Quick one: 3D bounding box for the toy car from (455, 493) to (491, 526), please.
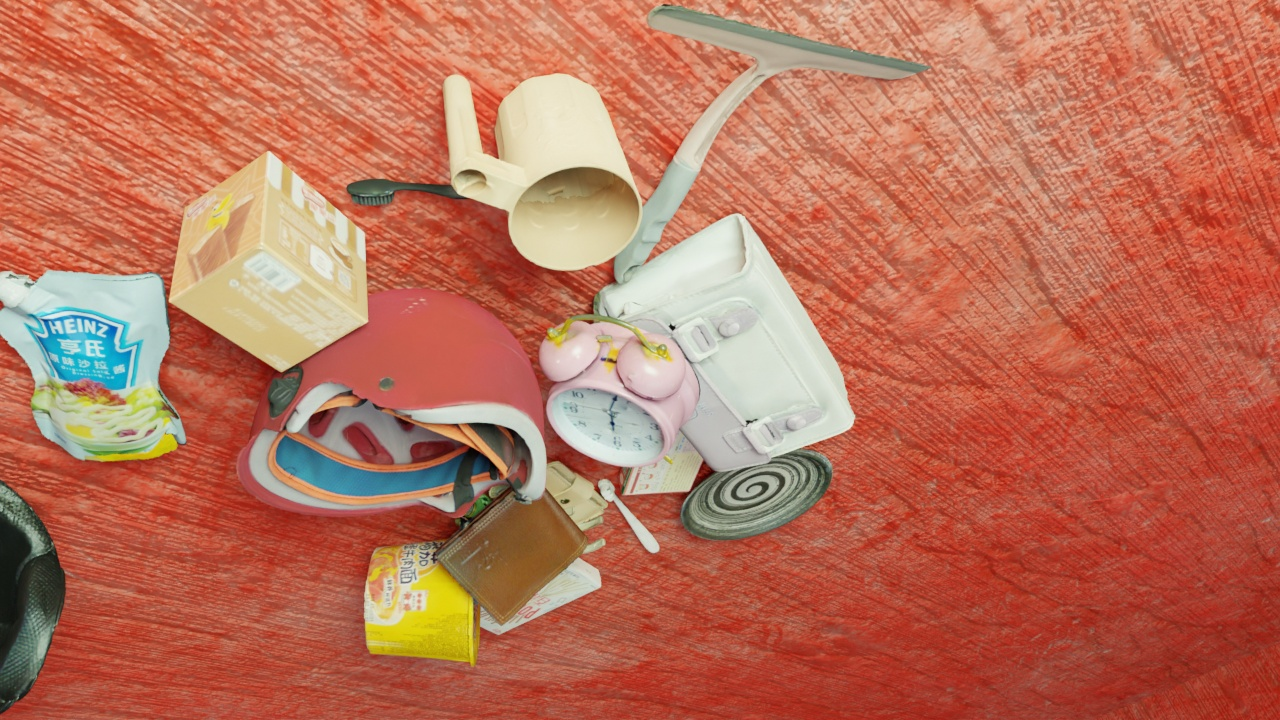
[{"bbox_3d":[-0.171,0.149,0.924,0.043,0.036,0.091,22,157,27],"label":"toy car"}]

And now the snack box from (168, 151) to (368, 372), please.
[{"bbox_3d":[-0.243,-0.064,0.611,0.077,0.094,0.093,-28,139,15],"label":"snack box"}]

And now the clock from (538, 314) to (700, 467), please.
[{"bbox_3d":[-0.019,0.019,0.699,0.117,0.059,0.159,11,140,15],"label":"clock"}]

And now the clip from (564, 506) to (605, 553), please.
[{"bbox_3d":[-0.091,0.184,0.968,0.103,0.035,0.093,-12,149,12],"label":"clip"}]

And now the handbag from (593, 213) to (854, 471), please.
[{"bbox_3d":[0.071,-0.002,0.760,0.145,0.098,0.197,-24,126,22],"label":"handbag"}]

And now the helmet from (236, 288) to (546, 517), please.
[{"bbox_3d":[-0.186,0.031,0.709,0.240,0.143,0.207,-15,148,24],"label":"helmet"}]

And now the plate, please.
[{"bbox_3d":[0.129,0.146,1.031,0.179,0.024,0.180,-10,142,-8],"label":"plate"}]

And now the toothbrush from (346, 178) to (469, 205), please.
[{"bbox_3d":[-0.110,-0.119,0.654,0.189,0.014,0.018,-3,149,-16],"label":"toothbrush"}]

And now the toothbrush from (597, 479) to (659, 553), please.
[{"bbox_3d":[-0.010,0.182,1.037,0.016,0.016,0.180,-20,141,9],"label":"toothbrush"}]

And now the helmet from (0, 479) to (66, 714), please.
[{"bbox_3d":[-0.586,0.199,0.682,0.233,0.274,0.231,36,146,-32],"label":"helmet"}]

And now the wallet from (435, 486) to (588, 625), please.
[{"bbox_3d":[-0.124,0.182,0.897,0.124,0.032,0.101,-41,109,-7],"label":"wallet"}]

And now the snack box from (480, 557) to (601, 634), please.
[{"bbox_3d":[-0.134,0.279,1.105,0.157,0.026,0.084,-29,139,15],"label":"snack box"}]

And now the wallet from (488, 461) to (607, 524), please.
[{"bbox_3d":[-0.091,0.146,0.964,0.087,0.024,0.115,-27,138,13],"label":"wallet"}]

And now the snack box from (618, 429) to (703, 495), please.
[{"bbox_3d":[0.031,0.082,0.924,0.077,0.027,0.156,-1,139,-17],"label":"snack box"}]

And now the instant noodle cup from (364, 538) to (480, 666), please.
[{"bbox_3d":[-0.226,0.250,0.966,0.110,0.137,0.138,1,139,-5],"label":"instant noodle cup"}]

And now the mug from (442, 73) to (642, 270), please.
[{"bbox_3d":[-0.067,-0.128,0.585,0.124,0.103,0.084,15,132,-32],"label":"mug"}]

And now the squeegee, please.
[{"bbox_3d":[0.040,-0.143,0.654,0.247,0.040,0.250,-5,149,-40],"label":"squeegee"}]

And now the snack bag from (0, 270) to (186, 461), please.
[{"bbox_3d":[-0.407,0.005,0.687,0.110,0.038,0.191,8,136,-10],"label":"snack bag"}]
